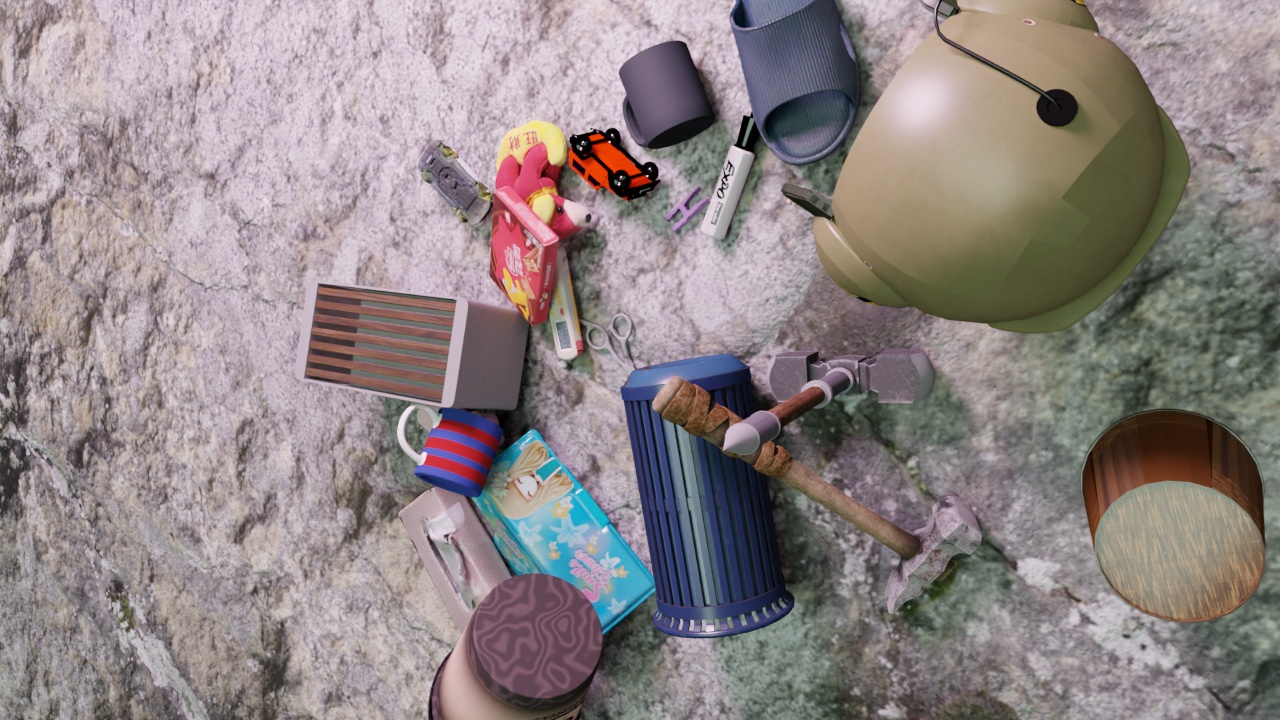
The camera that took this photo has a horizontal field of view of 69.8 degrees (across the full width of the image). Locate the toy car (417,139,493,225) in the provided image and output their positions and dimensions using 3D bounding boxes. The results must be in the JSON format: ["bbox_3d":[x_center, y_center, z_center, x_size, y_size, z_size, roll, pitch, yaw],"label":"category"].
[{"bbox_3d":[-0.206,-0.201,1.039,0.105,0.033,0.048,48,115,8],"label":"toy car"}]

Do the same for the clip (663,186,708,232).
[{"bbox_3d":[0.048,-0.149,0.924,0.053,0.013,0.037,-23,87,32],"label":"clip"}]

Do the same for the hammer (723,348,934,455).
[{"bbox_3d":[0.130,0.034,0.733,0.156,0.321,0.043,-1,98,28],"label":"hammer"}]

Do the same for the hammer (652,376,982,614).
[{"bbox_3d":[0.150,0.112,0.819,0.318,0.048,0.122,32,116,-10],"label":"hammer"}]

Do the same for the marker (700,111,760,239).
[{"bbox_3d":[0.090,-0.180,0.888,0.025,0.025,0.126,28,111,22],"label":"marker"}]

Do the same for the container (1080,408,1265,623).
[{"bbox_3d":[0.400,0.117,0.691,0.132,0.167,0.132,5,101,27],"label":"container"}]

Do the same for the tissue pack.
[{"bbox_3d":[-0.220,0.239,1.100,0.104,0.071,0.181,-36,77,39],"label":"tissue pack"}]

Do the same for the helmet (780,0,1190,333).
[{"bbox_3d":[0.254,-0.135,0.664,0.233,0.255,0.251,39,116,21],"label":"helmet"}]

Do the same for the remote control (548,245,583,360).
[{"bbox_3d":[-0.088,-0.063,1.002,0.038,0.018,0.125,-5,98,52],"label":"remote control"}]

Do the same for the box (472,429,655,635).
[{"bbox_3d":[-0.106,0.214,1.036,0.227,0.083,0.173,50,117,12],"label":"box"}]

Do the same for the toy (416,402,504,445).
[{"bbox_3d":[-0.208,0.087,1.080,0.096,0.052,0.099,-10,115,8],"label":"toy"}]

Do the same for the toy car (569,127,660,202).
[{"bbox_3d":[-0.030,-0.196,0.933,0.100,0.051,0.049,45,136,21],"label":"toy car"}]

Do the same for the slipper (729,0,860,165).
[{"bbox_3d":[0.126,-0.307,0.807,0.101,0.082,0.263,-14,90,16],"label":"slipper"}]

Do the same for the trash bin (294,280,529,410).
[{"bbox_3d":[-0.259,-0.017,1.040,0.229,0.114,0.114,8,89,27],"label":"trash bin"}]

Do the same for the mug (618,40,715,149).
[{"bbox_3d":[0.017,-0.251,0.897,0.105,0.071,0.077,-24,87,56],"label":"mug"}]

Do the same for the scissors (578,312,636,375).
[{"bbox_3d":[-0.016,0.015,0.986,0.090,0.014,0.171,-19,88,31],"label":"scissors"}]

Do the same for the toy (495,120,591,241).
[{"bbox_3d":[-0.113,-0.187,0.977,0.106,0.067,0.137,-28,78,28],"label":"toy"}]

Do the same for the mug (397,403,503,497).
[{"bbox_3d":[-0.211,0.093,0.988,0.075,0.112,0.076,-11,56,54],"label":"mug"}]

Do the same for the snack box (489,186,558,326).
[{"bbox_3d":[-0.126,-0.109,0.977,0.089,0.021,0.133,47,149,22],"label":"snack box"}]

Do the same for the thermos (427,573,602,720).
[{"bbox_3d":[-0.129,0.334,0.973,0.173,0.172,0.227,42,140,16],"label":"thermos"}]

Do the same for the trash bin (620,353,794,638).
[{"bbox_3d":[0.061,0.124,0.894,0.139,0.139,0.249,-8,93,29],"label":"trash bin"}]
